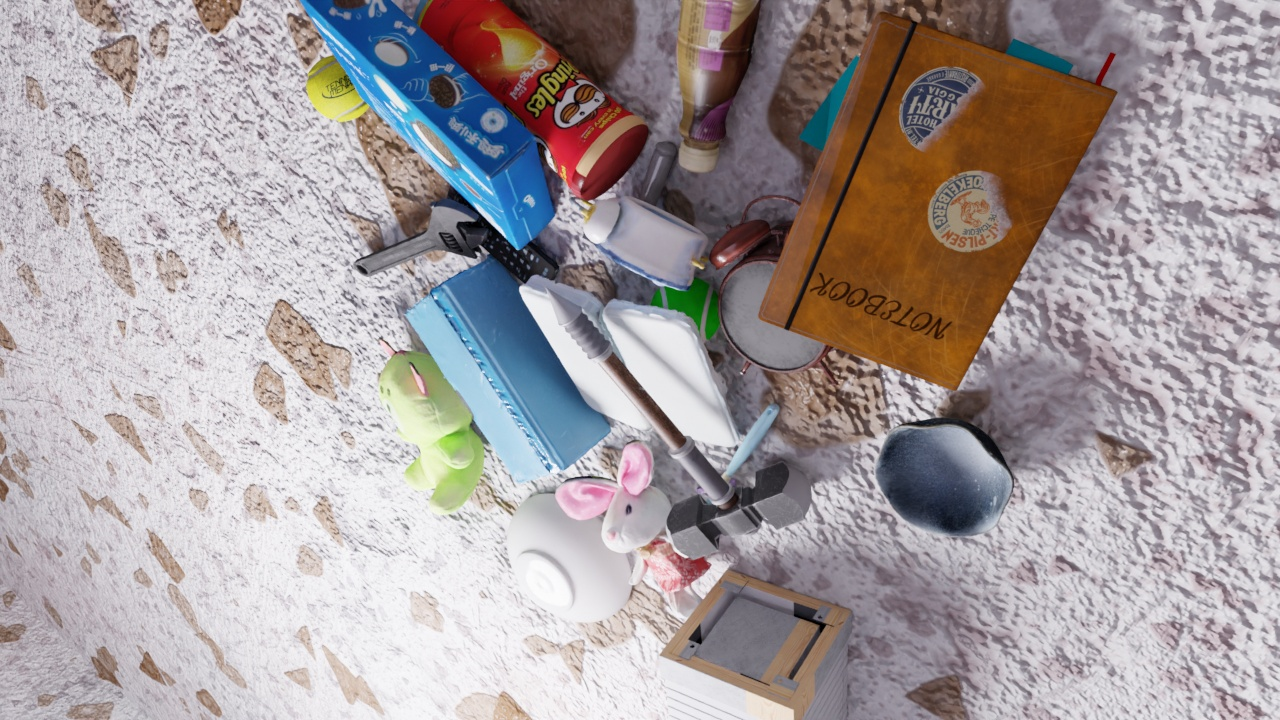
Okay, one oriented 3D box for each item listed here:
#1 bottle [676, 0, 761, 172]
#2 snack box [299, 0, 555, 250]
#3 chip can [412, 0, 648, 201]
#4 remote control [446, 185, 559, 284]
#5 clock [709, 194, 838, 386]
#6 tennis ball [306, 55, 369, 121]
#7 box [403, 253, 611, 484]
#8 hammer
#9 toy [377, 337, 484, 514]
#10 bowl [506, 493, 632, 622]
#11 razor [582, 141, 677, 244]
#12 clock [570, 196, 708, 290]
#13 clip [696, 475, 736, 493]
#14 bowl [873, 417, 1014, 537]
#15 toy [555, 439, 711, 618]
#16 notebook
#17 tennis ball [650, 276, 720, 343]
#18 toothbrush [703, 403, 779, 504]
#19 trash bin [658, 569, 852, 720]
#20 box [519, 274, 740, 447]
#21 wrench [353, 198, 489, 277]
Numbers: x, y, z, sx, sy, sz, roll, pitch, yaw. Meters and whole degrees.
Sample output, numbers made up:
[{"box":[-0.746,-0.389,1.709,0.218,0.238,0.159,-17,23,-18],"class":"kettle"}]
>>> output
[{"box":[0.055,-0.228,0.715,0.060,0.059,0.166,25,129,23],"class":"bottle"},{"box":[-0.184,-0.222,0.825,0.239,0.056,0.196,45,173,7],"class":"snack box"},{"box":[-0.098,-0.241,0.804,0.213,0.086,0.087,43,133,9],"class":"chip can"},{"box":[-0.143,-0.128,0.949,0.150,0.022,0.047,41,134,12],"class":"remote control"},{"box":[0.121,-0.062,0.756,0.121,0.072,0.158,7,120,33],"class":"clock"},{"box":[-0.311,-0.282,0.950,0.065,0.065,0.065,18,125,28],"class":"tennis ball"},{"box":[-0.147,0.015,0.990,0.112,0.094,0.231,-26,100,45],"class":"box"},{"box":[0.016,0.053,0.829,0.156,0.043,0.322,-26,119,26],"class":"hammer"},{"box":[-0.246,0.072,1.097,0.150,0.107,0.197,25,122,53],"class":"toy"},{"box":[-0.100,0.251,1.109,0.177,0.066,0.177,18,125,28],"class":"bowl"},{"box":[0.005,-0.140,0.821,0.088,0.047,0.116,33,123,17],"class":"razor"},{"box":[-0.003,-0.104,0.763,0.125,0.088,0.052,27,104,0],"class":"clock"},{"box":[0.075,0.130,0.946,0.051,0.014,0.043,27,129,24],"class":"clip"},{"box":[0.254,0.087,0.757,0.110,0.055,0.110,19,126,27],"class":"bowl"},{"box":[0.005,0.185,0.982,0.160,0.084,0.194,-30,95,41],"class":"toy"},{"box":[0.193,-0.114,0.648,0.178,0.014,0.250,20,118,4],"class":"notebook"},{"box":[0.041,-0.044,0.831,0.065,0.065,0.065,18,125,28],"class":"tennis ball"},{"box":[0.096,0.099,0.898,0.022,0.016,0.155,49,128,28],"class":"toothbrush"},{"box":[0.126,0.377,0.963,0.143,0.142,0.247,12,122,31],"class":"trash bin"},{"box":[-0.008,0.008,0.865,0.191,0.045,0.209,16,151,28],"class":"box"},{"box":[-0.250,-0.125,1.008,0.274,0.018,0.073,-9,132,48],"class":"wrench"}]
